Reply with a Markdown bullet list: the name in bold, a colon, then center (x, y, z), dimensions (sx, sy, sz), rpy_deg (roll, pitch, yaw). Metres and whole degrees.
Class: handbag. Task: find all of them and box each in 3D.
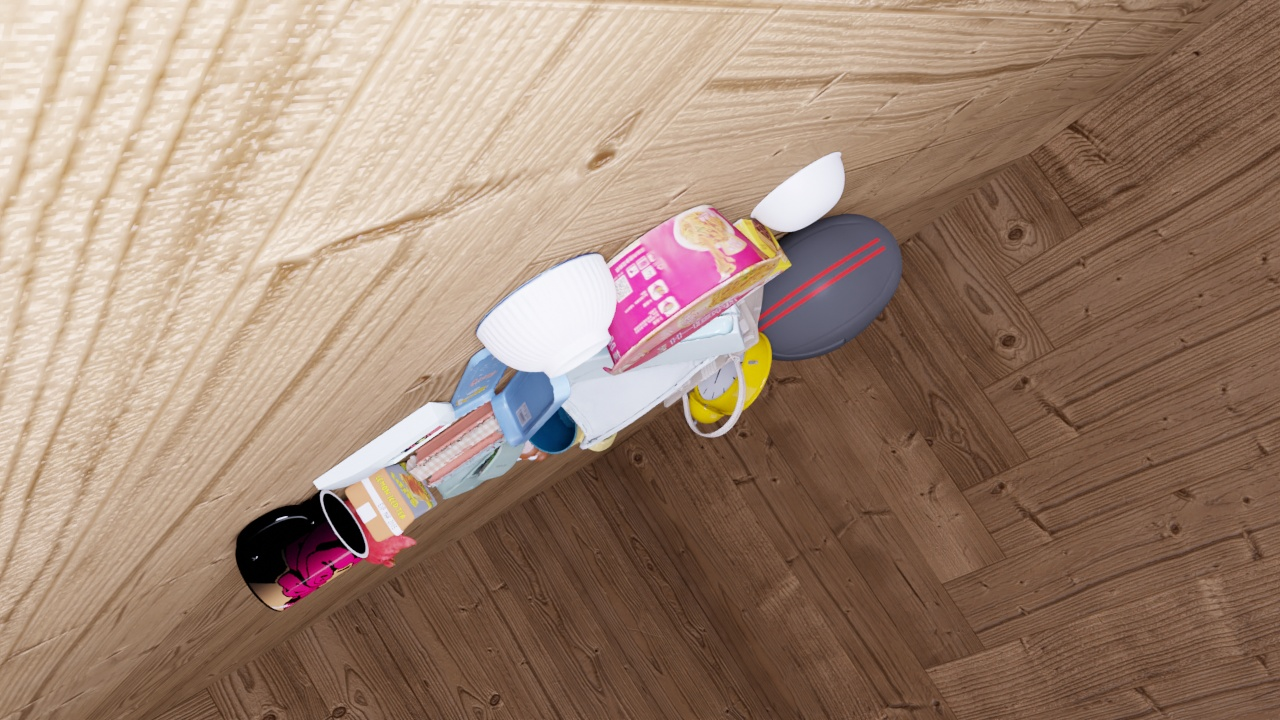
- **handbag**: center (-0.006, 0.006, 1.074), dimensions (0.199, 0.096, 0.141), rpy_deg (-37, -170, 20)
- **handbag**: center (0.084, 0.004, 1.128), dimensions (0.062, 0.197, 0.176), rpy_deg (21, 137, -35)
- **handbag**: center (-0.202, 0.116, 1.123), dimensions (0.106, 0.067, 0.121), rpy_deg (-35, 173, 6)

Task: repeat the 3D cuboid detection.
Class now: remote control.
- **remote control**: center (-0.240, 0.085, 0.880), dimensions (0.143, 0.024, 0.049), rpy_deg (-34, 174, 6)

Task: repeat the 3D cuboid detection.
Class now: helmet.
- **helmet**: center (0.223, -0.088, 1.218), dimensions (0.265, 0.164, 0.169), rpy_deg (-36, 174, 28)

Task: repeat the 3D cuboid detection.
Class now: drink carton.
- **drink carton**: center (-0.274, 0.154, 1.020), dimensions (0.048, 0.076, 0.125), rpy_deg (-33, 178, -2)

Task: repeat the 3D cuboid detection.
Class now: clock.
- **clock**: center (0.106, 0.017, 1.172), dimensions (0.052, 0.113, 0.152), rpy_deg (24, 136, -27)

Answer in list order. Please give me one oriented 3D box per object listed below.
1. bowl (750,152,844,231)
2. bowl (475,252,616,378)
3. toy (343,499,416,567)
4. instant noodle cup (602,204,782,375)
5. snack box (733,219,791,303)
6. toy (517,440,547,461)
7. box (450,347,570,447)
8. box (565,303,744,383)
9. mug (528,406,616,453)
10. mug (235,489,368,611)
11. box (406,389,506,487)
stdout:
- **bowl**: center (0.172, -0.164, 0.948), dimensions (0.110, 0.040, 0.110), rpy_deg (-33, 174, -4)
- **bowl**: center (-0.064, -0.027, 0.728), dimensions (0.118, 0.062, 0.118), rpy_deg (-33, 174, -4)
- **toy**: center (-0.332, 0.210, 1.065), dimensions (0.132, 0.094, 0.088), rpy_deg (-25, 170, -47)
- **instant noodle cup**: center (0.028, -0.068, 0.813), dimensions (0.178, 0.077, 0.179), rpy_deg (-34, 173, -5)
- **snack box**: center (0.104, -0.103, 0.986), dimensions (0.084, 0.061, 0.105), rpy_deg (-35, 174, 21)
- **toy**: center (-0.159, 0.116, 1.264), dimensions (0.095, 0.065, 0.128), rpy_deg (-5, -177, -7)
- **box**: center (-0.129, 0.041, 0.879), dimensions (0.077, 0.074, 0.210), rpy_deg (-26, 171, -25)
- **box**: center (0.006, -0.018, 0.941), dimensions (0.199, 0.066, 0.083), rpy_deg (-11, -174, 11)
- **mug**: center (-0.084, 0.079, 1.217), dimensions (0.107, 0.113, 0.083), rpy_deg (-23, 143, -63)
- **mug**: center (-0.345, 0.182, 0.912), dimensions (0.098, 0.082, 0.118), rpy_deg (-33, 146, -3)
- **box**: center (-0.179, 0.082, 1.035), dimensions (0.188, 0.062, 0.058), rpy_deg (-33, -141, 13)
